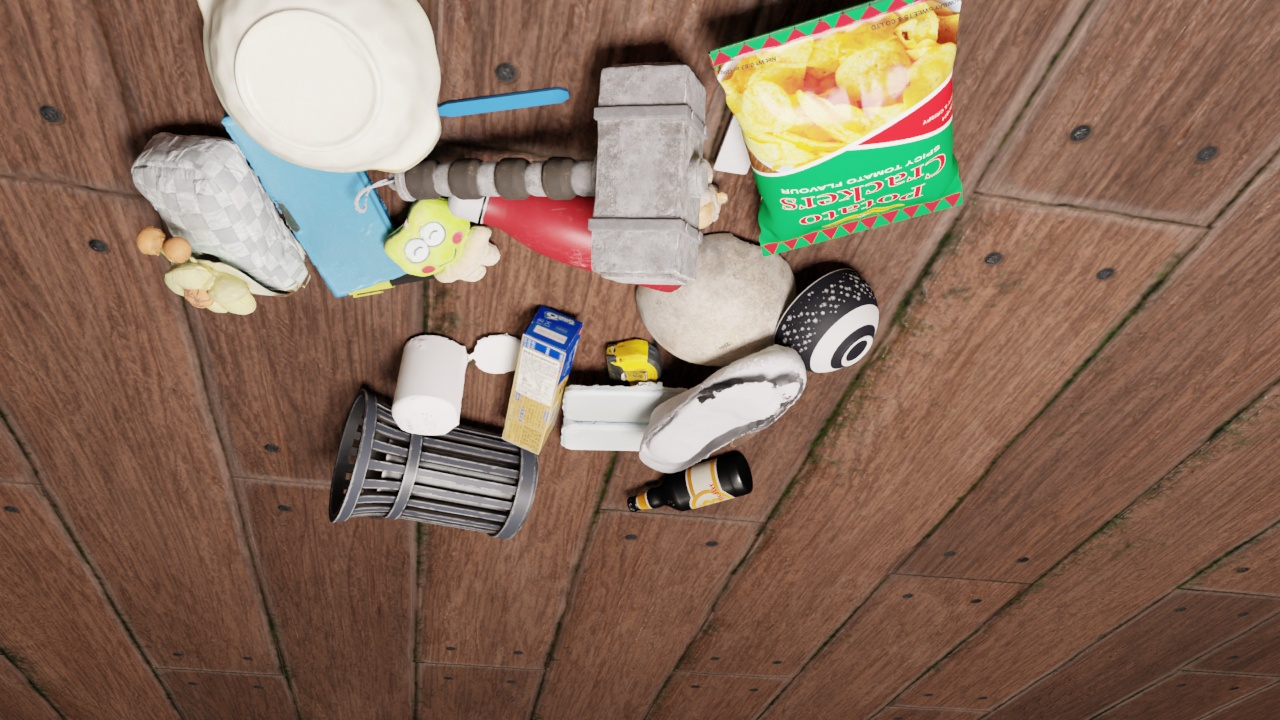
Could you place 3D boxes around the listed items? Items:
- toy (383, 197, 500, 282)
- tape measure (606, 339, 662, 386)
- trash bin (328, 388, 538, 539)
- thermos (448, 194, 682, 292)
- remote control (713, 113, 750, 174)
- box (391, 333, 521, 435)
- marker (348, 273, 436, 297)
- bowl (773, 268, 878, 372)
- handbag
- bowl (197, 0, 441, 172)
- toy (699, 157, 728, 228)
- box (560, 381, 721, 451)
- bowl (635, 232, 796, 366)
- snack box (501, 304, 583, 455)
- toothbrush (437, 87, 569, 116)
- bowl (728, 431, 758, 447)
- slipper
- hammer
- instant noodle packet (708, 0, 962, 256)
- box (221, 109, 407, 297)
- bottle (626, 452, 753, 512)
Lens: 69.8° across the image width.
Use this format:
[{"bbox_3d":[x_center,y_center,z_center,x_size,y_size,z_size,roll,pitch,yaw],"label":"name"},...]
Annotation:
[{"bbox_3d":[-0.195,-0.117,0.927,0.115,0.046,0.092,26,114,-42],"label":"toy"},{"bbox_3d":[-0.006,0.006,1.093,0.064,0.037,0.066,-4,141,4],"label":"tape measure"},{"bbox_3d":[-0.258,0.142,1.166,0.227,0.164,0.165,15,139,-24],"label":"trash bin"},{"bbox_3d":[-0.068,-0.130,0.894,0.240,0.073,0.073,15,139,-10],"label":"thermos"},{"bbox_3d":[0.100,-0.223,0.829,0.033,0.012,0.131,6,141,-12],"label":"remote control"},{"bbox_3d":[-0.208,0.029,1.065,0.150,0.106,0.080,-3,144,1],"label":"box"},{"bbox_3d":[-0.255,-0.088,0.985,0.124,0.017,0.021,-9,96,8],"label":"marker"},{"bbox_3d":[0.210,-0.031,0.984,0.120,0.066,0.120,-28,147,-20],"label":"bowl"},{"bbox_3d":[-0.404,-0.122,0.858,0.113,0.123,0.172,10,143,17],"label":"handbag"},{"bbox_3d":[-0.259,-0.230,0.735,0.189,0.060,0.219,-38,118,18],"label":"bowl"},{"bbox_3d":[0.039,-0.158,0.875,0.085,0.074,0.105,8,176,42],"label":"toy"},{"bbox_3d":[0.004,0.076,1.158,0.208,0.037,0.189,2,158,-7],"label":"box"},{"bbox_3d":[0.084,-0.046,0.997,0.178,0.081,0.179,1,143,0],"label":"bowl"},{"bbox_3d":[-0.119,0.026,1.090,0.056,0.057,0.207,25,138,4],"label":"snack box"},{"bbox_3d":[-0.146,-0.225,0.820,0.167,0.014,0.016,-6,141,5],"label":"toothbrush"},{"bbox_3d":[0.144,0.055,1.129,0.117,0.030,0.118,-38,160,-17],"label":"bowl"},{"bbox_3d":[0.090,0.051,1.028,0.112,0.074,0.248,19,144,-30],"label":"slipper"},{"bbox_3d":[-0.102,-0.161,0.808,0.327,0.177,0.079,3,-179,17],"label":"hammer"},{"bbox_3d":[0.182,-0.196,0.800,0.196,0.090,0.253,-14,144,10],"label":"instant noodle packet"},{"bbox_3d":[-0.302,-0.163,0.883,0.093,0.052,0.232,-20,141,-2],"label":"box"},{"bbox_3d":[0.065,0.182,1.295,0.182,0.059,0.059,-19,138,21],"label":"bottle"}]
